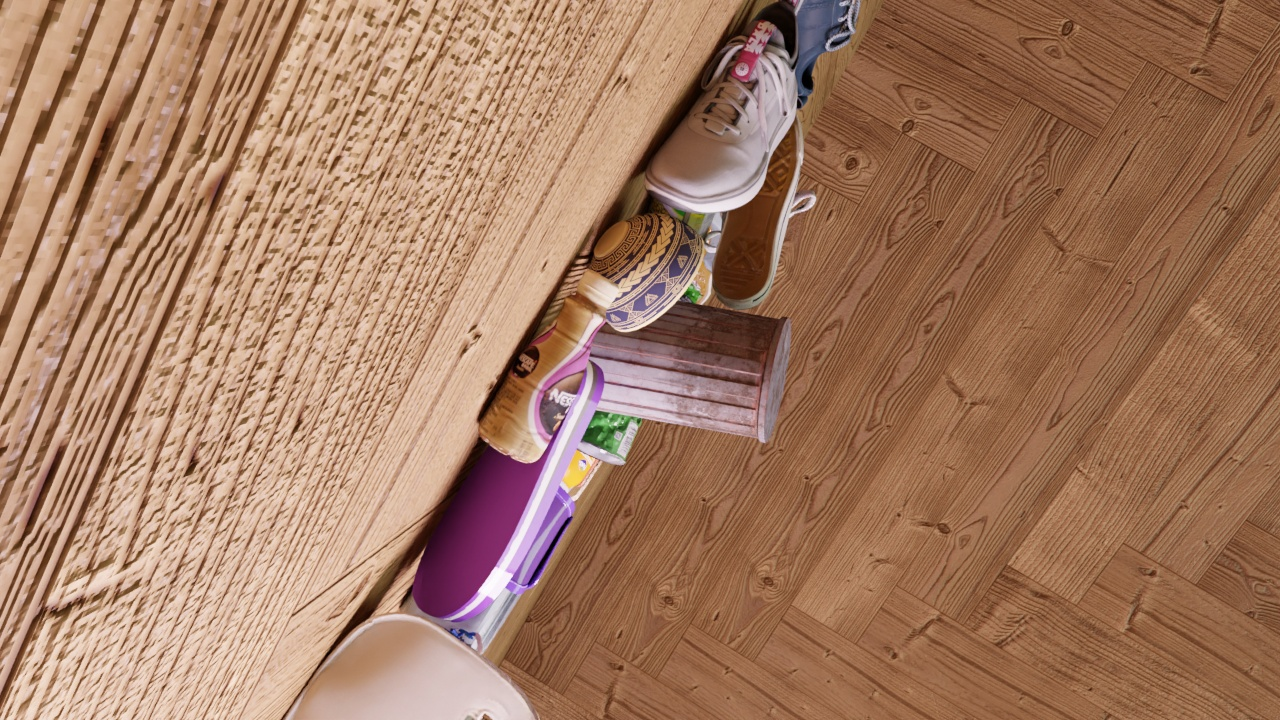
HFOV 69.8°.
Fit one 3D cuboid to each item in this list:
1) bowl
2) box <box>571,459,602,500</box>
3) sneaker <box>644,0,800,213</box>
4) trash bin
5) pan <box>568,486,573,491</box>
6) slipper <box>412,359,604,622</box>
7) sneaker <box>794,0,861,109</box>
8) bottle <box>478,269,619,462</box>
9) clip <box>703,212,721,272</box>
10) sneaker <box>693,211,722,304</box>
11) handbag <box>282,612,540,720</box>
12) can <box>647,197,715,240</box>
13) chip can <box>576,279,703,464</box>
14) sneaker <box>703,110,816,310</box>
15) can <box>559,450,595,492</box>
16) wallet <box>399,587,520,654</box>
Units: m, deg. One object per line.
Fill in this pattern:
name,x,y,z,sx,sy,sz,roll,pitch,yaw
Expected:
bowl,-0.006,-0.088,0.809,0.113,0.061,0.112,-36,-150,24
box,-0.065,0.085,1.129,0.186,0.083,0.043,-55,163,-22
sneaker,0.088,-0.235,0.838,0.262,0.097,0.129,-54,161,-38
trash bin,0.031,0.001,0.898,0.130,0.211,0.131,11,89,-75
pan,-0.089,0.116,1.364,0.179,0.041,0.356,-50,-176,12
slipper,-0.097,0.123,0.836,0.107,0.084,0.266,24,-96,50
sneaker,0.204,-0.392,1.018,0.089,0.087,0.236,-55,174,-43
bottle,-0.072,0.002,0.765,0.166,0.059,0.059,-60,175,3
clip,0.042,-0.142,1.046,0.141,0.029,0.172,-31,144,-22
sneaker,0.073,-0.154,1.319,0.236,0.087,0.079,120,-31,-52
handbag,-0.182,0.318,0.752,0.200,0.199,0.093,-55,178,-21
can,0.040,-0.150,0.944,0.067,0.067,0.121,-56,174,-30
chip can,-0.007,0.006,1.017,0.075,0.075,0.223,100,14,-76
sneaker,0.124,-0.164,0.975,0.088,0.118,0.240,39,59,-71
can,-0.076,0.079,1.069,0.142,0.079,0.079,-57,175,-22
wallet,-0.168,0.217,0.899,0.131,0.100,0.054,-61,150,-11
